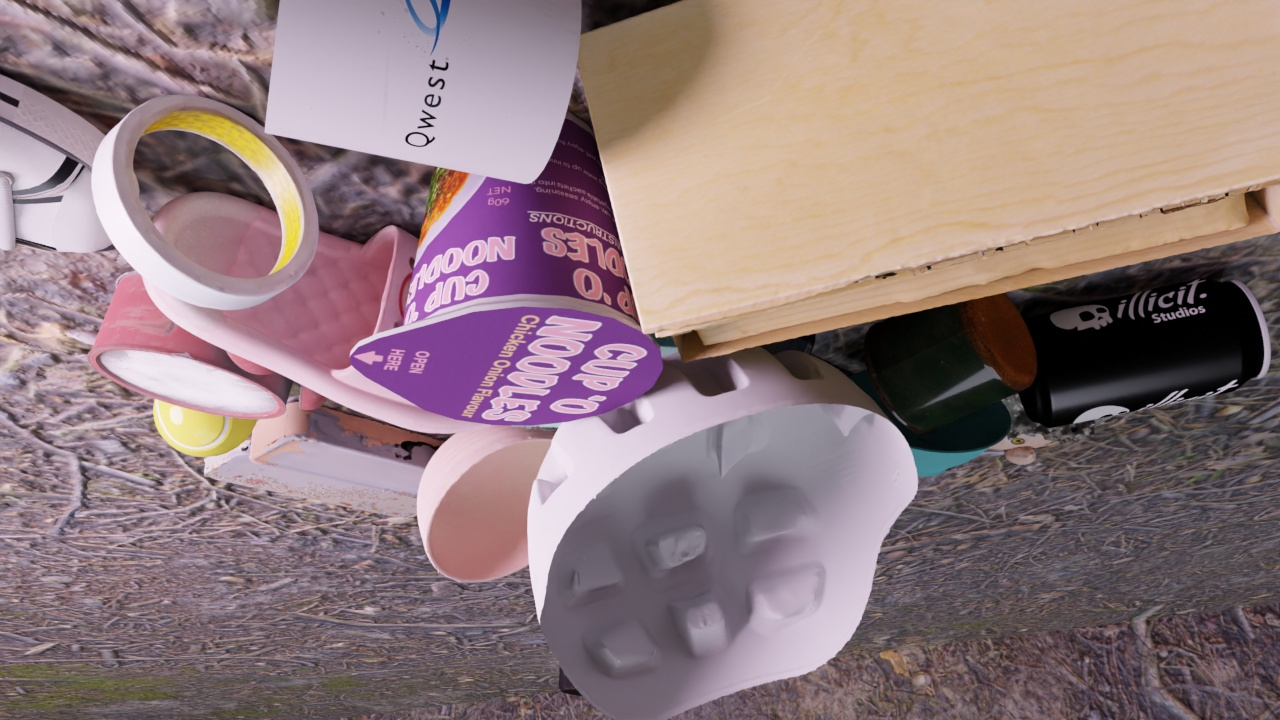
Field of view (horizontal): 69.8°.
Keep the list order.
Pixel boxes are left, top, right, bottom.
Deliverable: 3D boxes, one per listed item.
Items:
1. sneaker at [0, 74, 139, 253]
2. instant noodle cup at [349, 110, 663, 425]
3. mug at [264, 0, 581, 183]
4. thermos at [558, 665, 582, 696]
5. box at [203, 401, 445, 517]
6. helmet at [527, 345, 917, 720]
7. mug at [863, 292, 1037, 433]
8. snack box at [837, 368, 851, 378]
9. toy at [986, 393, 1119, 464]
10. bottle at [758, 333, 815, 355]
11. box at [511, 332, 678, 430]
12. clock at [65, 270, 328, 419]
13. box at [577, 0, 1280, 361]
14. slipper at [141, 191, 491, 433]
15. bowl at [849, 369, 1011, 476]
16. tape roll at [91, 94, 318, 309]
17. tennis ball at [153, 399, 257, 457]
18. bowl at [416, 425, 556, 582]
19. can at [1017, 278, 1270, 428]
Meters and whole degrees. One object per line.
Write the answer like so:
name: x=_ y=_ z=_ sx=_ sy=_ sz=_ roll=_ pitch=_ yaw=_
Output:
sneaker: x=-0.343 y=-0.072 z=0.365 sx=0.245 sy=0.097 sz=0.091 roll=12 pitch=150 yaw=-29
instant noodle cup: x=-0.062 y=-0.049 z=0.432 sx=0.136 sy=0.121 sz=0.122 roll=6 pitch=152 yaw=-22
mug: x=-0.076 y=-0.130 z=0.328 sx=0.096 sy=0.083 sz=0.120 roll=7 pitch=123 yaw=-23
thermos: x=-0.026 y=0.184 z=0.822 sx=0.106 sy=0.218 sz=0.106 roll=4 pitch=155 yaw=2
box: x=-0.248 y=0.097 z=0.806 sx=0.151 sy=0.043 sz=0.216 roll=-18 pitch=152 yaw=36
helmet: x=0.038 y=0.096 z=0.546 sx=0.224 sy=0.183 sz=0.283 roll=-22 pitch=155 yaw=-9
mug: x=0.218 y=-0.008 z=0.627 sx=0.081 sy=0.085 sz=0.110 roll=-33 pitch=175 yaw=42
snack box: x=0.144 y=0.030 z=0.743 sx=0.061 sy=0.025 sz=0.148 roll=-26 pitch=147 yaw=37
toy: x=0.313 y=0.047 z=0.758 sx=0.132 sy=0.076 sz=0.176 roll=4 pitch=161 yaw=-16
bottle: x=0.045 y=-0.035 z=0.556 sx=0.056 sy=0.056 sz=0.160 roll=-25 pitch=148 yaw=35
box: x=-0.005 y=0.000 z=0.657 sx=0.188 sy=0.080 sz=0.077 roll=2 pitch=112 yaw=-14
clock: x=-0.239 y=-0.011 z=0.542 sx=0.157 sy=0.061 sz=0.110 roll=4 pitch=157 yaw=14
box: x=0.121 y=-0.085 z=0.389 sx=0.249 sy=0.141 sz=0.184 roll=-12 pitch=160 yaw=16
slipper: x=-0.147 y=-0.026 z=0.492 sx=0.221 sy=0.106 sz=0.056 roll=20 pitch=145 yaw=-32
bowl: x=0.208 y=0.052 z=0.686 sx=0.121 sy=0.121 sz=0.046 roll=-2 pitch=120 yaw=-6
tape roll: x=-0.187 y=-0.069 z=0.402 sx=0.019 sy=0.094 sz=0.094 roll=-22 pitch=150 yaw=32
tennis ball: x=-0.296 y=0.033 z=0.627 sx=0.065 sy=0.065 sz=0.065 roll=-4 pitch=154 yaw=-2
bowl: x=-0.123 y=0.104 z=0.764 sx=0.152 sy=0.076 sz=0.153 roll=-23 pitch=136 yaw=-25
can: x=0.340 y=-0.005 z=0.638 sx=0.146 sy=0.080 sz=0.080 roll=-13 pitch=153 yaw=13
